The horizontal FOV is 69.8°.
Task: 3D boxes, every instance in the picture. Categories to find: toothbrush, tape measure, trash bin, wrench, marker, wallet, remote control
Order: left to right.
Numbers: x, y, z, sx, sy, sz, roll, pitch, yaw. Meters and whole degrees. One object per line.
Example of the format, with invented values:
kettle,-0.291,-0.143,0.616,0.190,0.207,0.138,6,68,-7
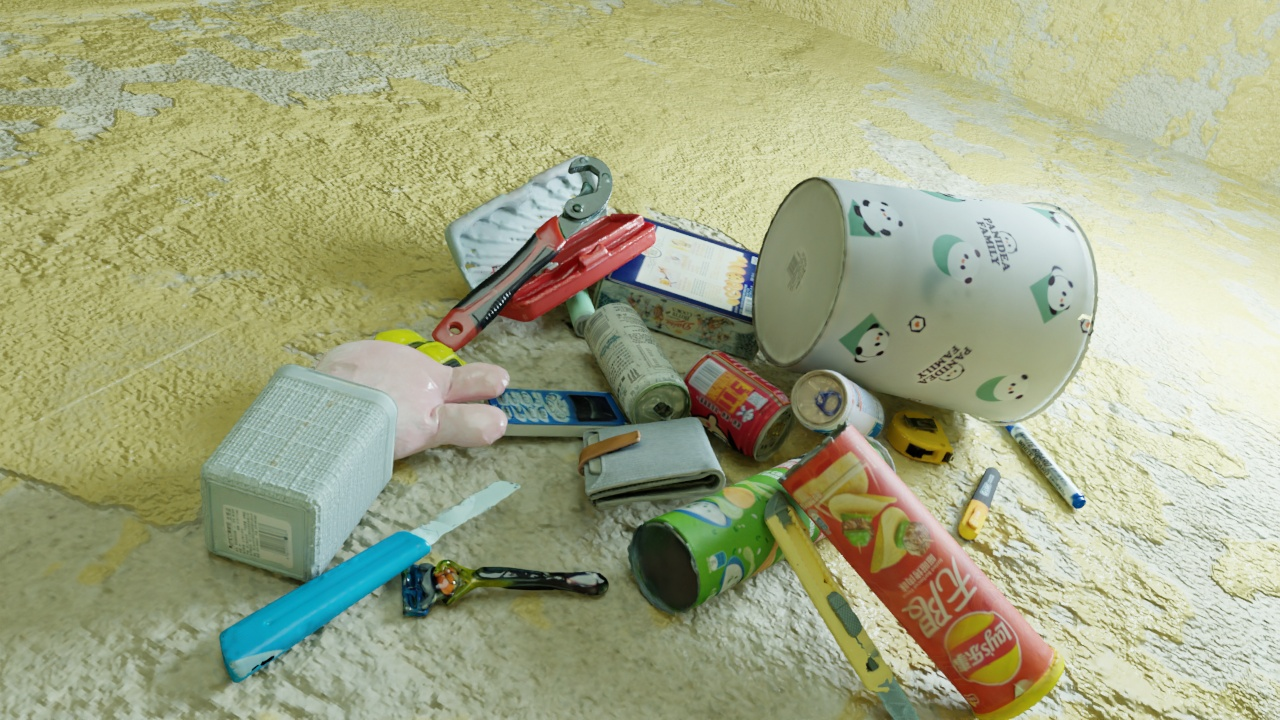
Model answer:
wrench,-0.105,-0.106,0.885,0.056,0.016,0.272,33,60,5
remote control,-0.071,0.046,0.786,0.124,0.024,0.049,3,34,-28
toothbrush,-0.078,-0.095,0.999,0.027,0.026,0.224,-28,38,5
wallet,0.004,0.074,0.715,0.106,0.037,0.129,-6,14,-2
trash bin,0.262,-0.064,0.897,0.251,0.230,0.229,8,33,-18
tape measure,0.272,0.071,0.896,0.057,0.029,0.060,9,32,-10
marker,0.313,0.128,0.841,0.018,0.015,0.123,32,34,16
marker,0.402,0.095,0.929,0.017,0.017,0.145,4,34,-18

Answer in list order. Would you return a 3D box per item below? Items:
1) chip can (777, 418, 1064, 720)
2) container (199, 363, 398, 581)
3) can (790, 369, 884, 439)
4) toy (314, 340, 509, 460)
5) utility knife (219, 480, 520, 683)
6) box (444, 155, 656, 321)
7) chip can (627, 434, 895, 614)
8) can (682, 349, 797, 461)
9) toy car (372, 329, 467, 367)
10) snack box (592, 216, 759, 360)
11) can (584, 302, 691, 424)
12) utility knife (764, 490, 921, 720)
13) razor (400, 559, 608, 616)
chip can,0.191,0.145,0.643,0.216,0.073,0.073,49,41,11
container,-0.229,0.076,0.613,0.090,0.090,0.111,17,35,2
can,0.178,0.043,0.819,0.053,0.053,0.134,36,7,28
toy,-0.184,0.032,0.725,0.159,0.054,0.121,5,44,-8
utility knife,-0.167,0.132,0.605,0.034,0.018,0.233,29,38,29
box,-0.089,-0.131,0.939,0.110,0.100,0.200,17,42,42
chip can,0.101,0.120,0.707,0.235,0.072,0.072,-15,44,-39
can,0.087,0.041,0.825,0.094,0.067,0.066,35,37,28
toy car,-0.191,-0.001,0.799,0.105,0.032,0.048,28,34,21
snack box,0.055,-0.087,1.027,0.182,0.046,0.177,17,33,2
can,-0.005,0.005,0.838,0.058,0.058,0.146,1,31,-23
utility knife,0.140,0.180,0.629,0.030,0.021,0.201,-21,74,-29
razor,-0.089,0.150,0.622,0.142,0.022,0.042,5,35,-19
